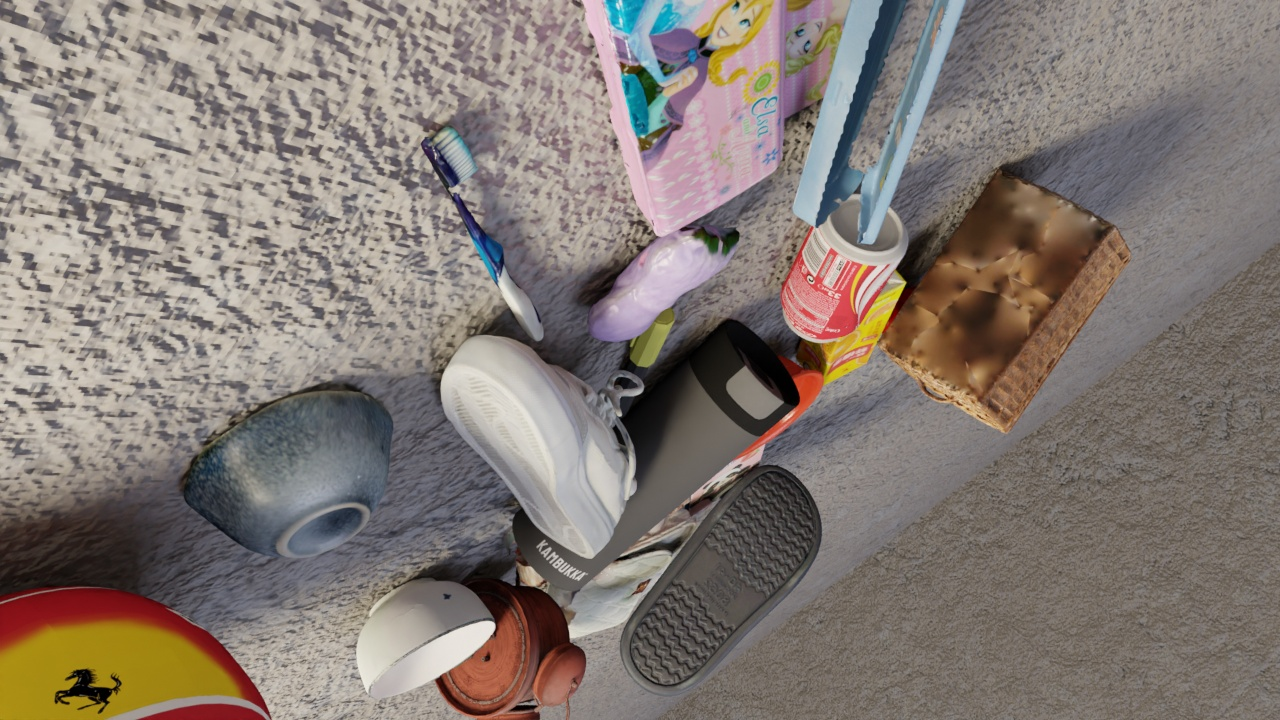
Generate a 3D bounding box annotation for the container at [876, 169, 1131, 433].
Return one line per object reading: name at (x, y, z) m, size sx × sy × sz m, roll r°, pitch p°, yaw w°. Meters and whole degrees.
container at (0.307, -0.049, 0.782) m, size 0.198 × 0.114 × 0.112 m, roll -58°, pitch 149°, yaw 8°

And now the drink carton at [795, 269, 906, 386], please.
drink carton at (0.175, -0.032, 0.783) m, size 0.058 × 0.043 × 0.135 m, roll -26°, pitch 155°, yaw -14°

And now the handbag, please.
handbag at (-0.024, 0.212, 0.945) m, size 0.138 × 0.072 × 0.195 m, roll -20°, pitch 152°, yaw -32°

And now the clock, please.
clock at (-0.117, 0.269, 0.824) m, size 0.121 × 0.157 × 0.072 m, roll -43°, pitch 150°, yaw 18°

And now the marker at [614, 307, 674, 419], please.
marker at (-0.004, 0.004, 0.642) m, size 0.021 × 0.017 × 0.124 m, roll 9°, pitch 144°, yaw -12°

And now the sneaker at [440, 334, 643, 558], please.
sneaker at (-0.049, 0.039, 0.579) m, size 0.090 × 0.089 × 0.242 m, roll -55°, pitch 154°, yaw -22°

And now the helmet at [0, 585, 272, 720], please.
helmet at (-0.283, 0.232, 0.435) m, size 0.197 × 0.224 × 0.272 m, roll -10°, pitch 134°, yaw -49°

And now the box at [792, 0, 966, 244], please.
box at (0.135, -0.143, 0.462) m, size 0.068 × 0.059 × 0.210 m, roll -44°, pitch 160°, yaw -27°

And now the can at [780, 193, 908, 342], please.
can at (0.141, -0.063, 0.648) m, size 0.064 × 0.064 × 0.105 m, roll -24°, pitch 155°, yaw -24°

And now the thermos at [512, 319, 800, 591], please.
thermos at (0.010, 0.077, 0.718) m, size 0.241 × 0.082 × 0.082 m, roll -43°, pitch 156°, yaw 18°

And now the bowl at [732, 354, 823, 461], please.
bowl at (0.094, 0.036, 0.800) m, size 0.130 × 0.045 × 0.131 m, roll -29°, pitch 156°, yaw -14°

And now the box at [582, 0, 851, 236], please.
box at (0.055, -0.155, 0.394) m, size 0.159 × 0.035 × 0.230 m, roll -32°, pitch 158°, yaw -5°

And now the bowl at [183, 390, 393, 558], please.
bowl at (-0.177, 0.068, 0.486) m, size 0.110 × 0.055 × 0.110 m, roll -28°, pitch 155°, yaw -14°

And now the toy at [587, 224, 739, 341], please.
toy at (0.013, -0.048, 0.539) m, size 0.100 × 0.036 × 0.080 m, roll -39°, pitch 170°, yaw 29°

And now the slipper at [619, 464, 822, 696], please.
slipper at (0.081, 0.223, 0.915) m, size 0.267 × 0.110 × 0.083 m, roll -44°, pitch 169°, yaw -25°

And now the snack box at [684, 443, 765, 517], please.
snack box at (0.079, 0.104, 0.926) m, size 0.088 × 0.033 × 0.154 m, roll -29°, pitch 156°, yaw -14°

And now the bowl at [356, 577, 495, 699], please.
bowl at (-0.184, 0.223, 0.761) m, size 0.113 × 0.063 × 0.114 m, roll -28°, pitch 156°, yaw -14°

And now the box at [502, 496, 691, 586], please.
box at (-0.039, 0.135, 0.838) m, size 0.187 × 0.064 × 0.056 m, roll -23°, pitch -170°, yaw -32°

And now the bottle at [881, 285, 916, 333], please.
bottle at (0.251, -0.050, 0.855) m, size 0.118 × 0.036 × 0.036 m, roll -13°, pitch 148°, yaw -43°

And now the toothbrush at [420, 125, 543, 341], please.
toothbrush at (-0.069, -0.052, 0.449) m, size 0.017 × 0.016 × 0.189 m, roll -41°, pitch 158°, yaw -11°
